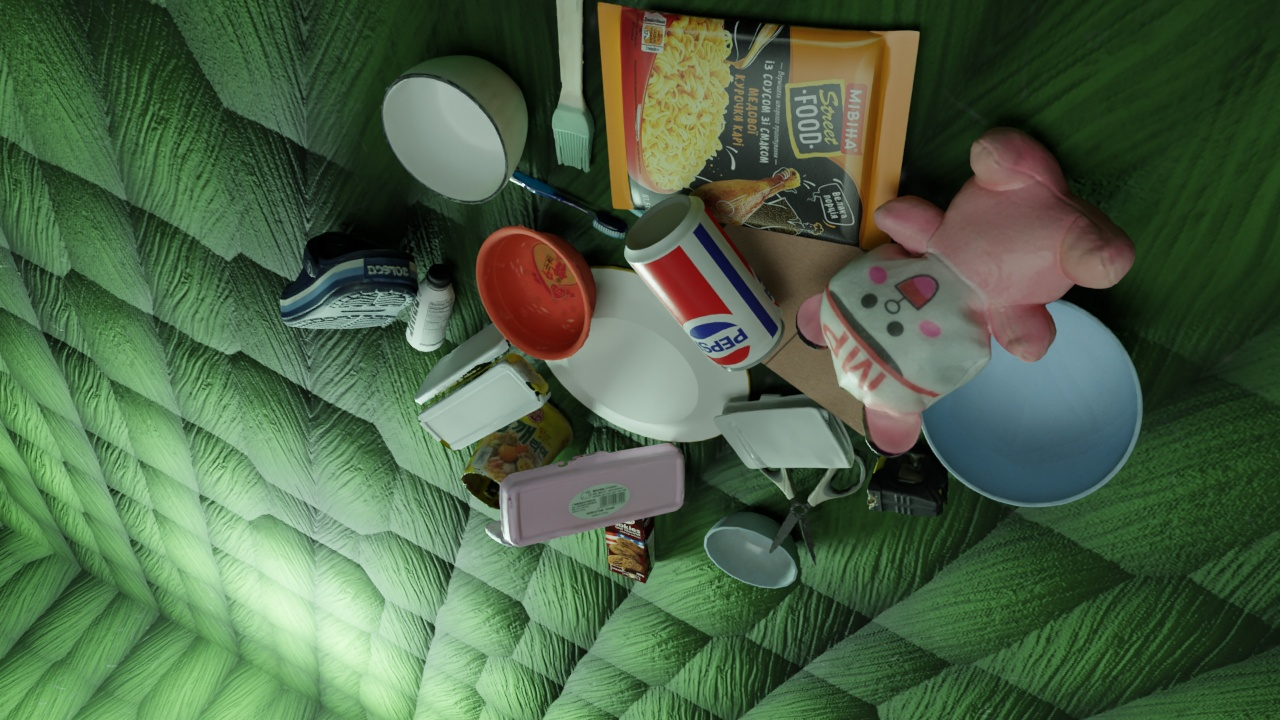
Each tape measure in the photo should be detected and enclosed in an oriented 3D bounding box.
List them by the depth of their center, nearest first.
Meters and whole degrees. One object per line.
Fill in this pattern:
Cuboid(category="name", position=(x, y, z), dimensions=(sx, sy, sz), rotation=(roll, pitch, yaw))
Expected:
Cuboid(category="tape measure", position=(0.240, 0.103, 0.809), dimensions=(0.067, 0.062, 0.038), rotation=(6, 135, 28))

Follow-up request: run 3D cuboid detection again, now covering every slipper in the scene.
Cuboid(category="slipper", position=(-0.291, -0.086, 0.928), dimensions=(0.253, 0.105, 0.095), rotation=(-9, 87, 55))

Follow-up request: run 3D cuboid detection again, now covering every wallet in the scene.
Cuboid(category="wallet", position=(0.134, 0.066, 0.850), dimensions=(0.116, 0.032, 0.086), rotation=(-5, 128, 37))

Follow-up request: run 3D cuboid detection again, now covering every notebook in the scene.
Cuboid(category="notebook", position=(0.144, -0.037, 0.742), dimensions=(0.209, 0.008, 0.142), rotation=(35, 131, -6))

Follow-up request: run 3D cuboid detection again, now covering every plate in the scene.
Cuboid(category="plate", position=(-0.005, 0.005, 0.892), dimensions=(0.230, 0.021, 0.230), rotation=(18, 140, 16))

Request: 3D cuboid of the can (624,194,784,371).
Cuboid(category="can", position=(0.050, -0.057, 0.699), dimensions=(0.070, 0.070, 0.132), rotation=(-12, 131, 41))

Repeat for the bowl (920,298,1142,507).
Cuboid(category="bowl", position=(0.286, 0.024, 0.666), dimensions=(0.151, 0.074, 0.150), rotation=(6, 100, 36))

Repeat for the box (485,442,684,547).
Cuboid(category="box", position=(-0.061, 0.138, 0.971), dimensions=(0.103, 0.201, 0.101), rotation=(27, 122, 60))

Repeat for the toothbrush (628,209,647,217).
Cuboid(category="toothbrush", position=(0.059, -0.091, 0.754), dimensions=(0.180, 0.016, 0.017), rotation=(30, 141, -1))

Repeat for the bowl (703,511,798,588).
Cuboid(category="bowl", position=(0.126, 0.202, 1.007), dimensions=(0.106, 0.039, 0.106), rotation=(18, 140, 16))

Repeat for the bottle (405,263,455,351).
Cuboid(category="bottle", position=(-0.215, -0.056, 0.945), dimensions=(0.041, 0.041, 0.116), rotation=(30, 141, 0))

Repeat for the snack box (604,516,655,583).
Cuboid(category="snack box", position=(-0.013, 0.214, 1.114), dimensions=(0.051, 0.031, 0.141), rotation=(17, 139, 17))

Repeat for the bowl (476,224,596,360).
Cuboid(category="bowl", position=(-0.086, -0.067, 0.835), dimensions=(0.131, 0.045, 0.131), rotation=(19, 127, 28))

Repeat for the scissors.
Cuboid(category="scissors", position=(0.159, 0.131, 0.907), dimensions=(0.158, 0.012, 0.169), rotation=(-34, 99, 38))

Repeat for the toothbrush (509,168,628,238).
Cuboid(category="toothbrush", position=(-0.096, -0.150, 0.789), dimensions=(0.189, 0.016, 0.017), rotation=(27, 151, 5))

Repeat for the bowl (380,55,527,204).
Cuboid(category="bowl", position=(-0.141, -0.190, 0.733), dimensions=(0.116, 0.065, 0.116), rotation=(18, 140, 16))

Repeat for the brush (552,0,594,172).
Cuboid(category="brush", position=(-0.051, -0.234, 0.673), dimensions=(0.033, 0.012, 0.218), rotation=(18, 139, 15))

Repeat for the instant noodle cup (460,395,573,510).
Cuboid(category="instant noodle cup", position=(-0.142, 0.102, 1.016), dimensions=(0.102, 0.108, 0.102), rotation=(18, 142, 15))

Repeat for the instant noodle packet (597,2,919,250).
Cuboid(category="instant noodle packet", position=(0.074, -0.162, 0.649), dimensions=(0.221, 0.032, 0.160), rotation=(13, 132, 20))

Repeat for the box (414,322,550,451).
Cuboid(category="box", position=(-0.160, 0.020, 0.963), dimensions=(0.084, 0.079, 0.211), rotation=(45, 140, -16))

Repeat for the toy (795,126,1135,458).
Cuboid(category="toy", position=(0.205, -0.043, 0.616), dimensions=(0.214, 0.084, 0.142), rotation=(-47, 69, 29))
